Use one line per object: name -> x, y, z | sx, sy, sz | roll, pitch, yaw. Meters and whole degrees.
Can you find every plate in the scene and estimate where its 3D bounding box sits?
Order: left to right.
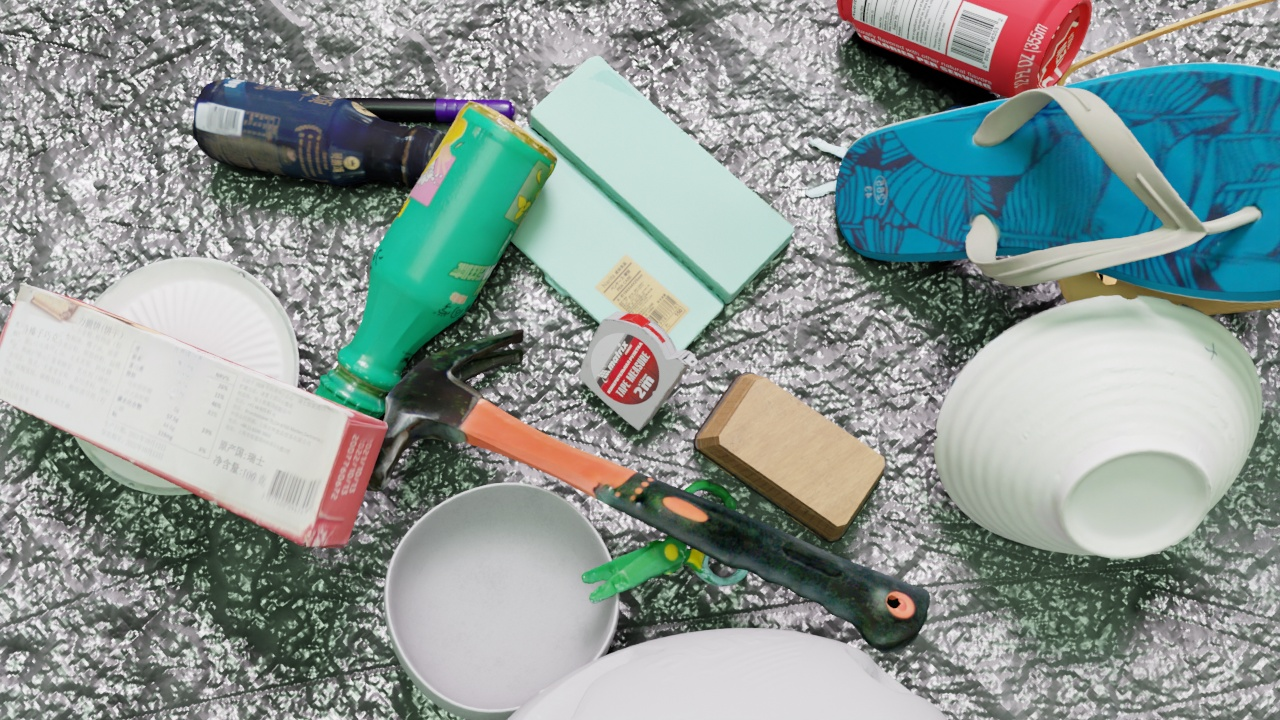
plate -> -0.300, 0.010, 0.603 | 0.157, 0.014, 0.157 | 0, 81, 2

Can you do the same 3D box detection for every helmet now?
helmet -> 0.032, 0.244, 0.459 | 0.282, 0.184, 0.224 | -11, 116, -14

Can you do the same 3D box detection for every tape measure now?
tape measure -> -0.004, 0.003, 0.579 | 0.062, 0.020, 0.060 | 39, 122, 9

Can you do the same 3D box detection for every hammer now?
hammer -> 0.005, 0.081, 0.532 | 0.333, 0.033, 0.132 | 24, 50, 11

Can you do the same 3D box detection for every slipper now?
slipper -> 0.223, -0.096, 0.493 | 0.295, 0.060, 0.118 | 9, 99, 44

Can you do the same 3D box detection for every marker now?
marker -> -0.153, -0.170, 0.627 | 0.134, 0.015, 0.018 | 1, 90, 2

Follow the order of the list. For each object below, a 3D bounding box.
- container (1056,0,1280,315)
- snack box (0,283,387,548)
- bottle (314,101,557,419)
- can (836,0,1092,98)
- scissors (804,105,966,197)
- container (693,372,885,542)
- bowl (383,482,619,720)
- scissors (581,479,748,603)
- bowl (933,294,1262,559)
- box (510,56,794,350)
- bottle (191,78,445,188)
container -> 0.331, -0.114, 0.512 | 0.129, 0.184, 0.167 | 4, 83, -43
snack box -> -0.272, 0.027, 0.536 | 0.273, 0.044, 0.076 | 17, 87, 22
bottle -> -0.133, -0.056, 0.577 | 0.068, 0.068, 0.210 | 32, 93, 6
can -> 0.200, -0.220, 0.575 | 0.142, 0.074, 0.074 | 36, 83, 31
scissors -> 0.174, -0.139, 0.617 | 0.133, 0.015, 0.104 | 19, 86, 9
container -> 0.094, 0.057, 0.561 | 0.114, 0.061, 0.063 | 35, 83, 6
bowl -> -0.081, 0.145, 0.544 | 0.131, 0.064, 0.131 | 4, 60, -7
scissors -> 0.019, 0.121, 0.546 | 0.130, 0.014, 0.070 | -24, 84, -38
bowl -> 0.259, 0.058, 0.504 | 0.177, 0.070, 0.177 | 3, 121, 4
box -> -0.010, -0.098, 0.609 | 0.186, 0.033, 0.136 | 42, 79, 8
bottle -> -0.208, -0.145, 0.604 | 0.161, 0.056, 0.056 | 12, 81, 3
